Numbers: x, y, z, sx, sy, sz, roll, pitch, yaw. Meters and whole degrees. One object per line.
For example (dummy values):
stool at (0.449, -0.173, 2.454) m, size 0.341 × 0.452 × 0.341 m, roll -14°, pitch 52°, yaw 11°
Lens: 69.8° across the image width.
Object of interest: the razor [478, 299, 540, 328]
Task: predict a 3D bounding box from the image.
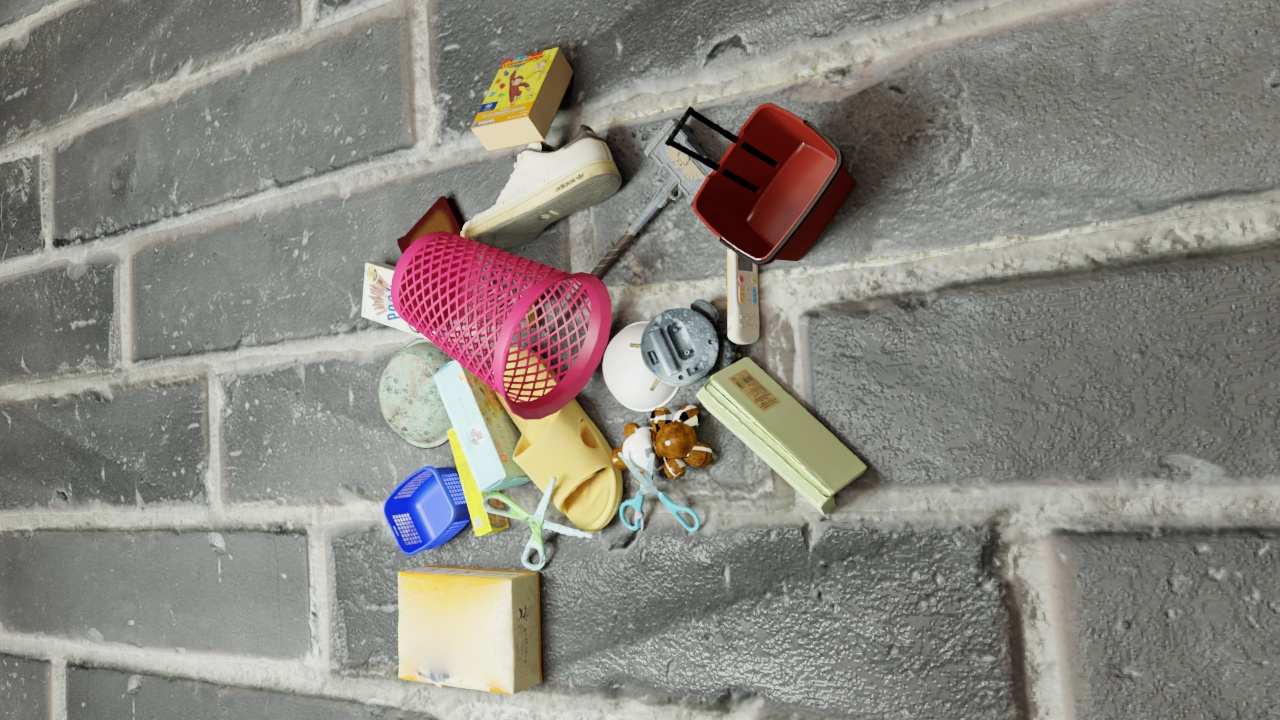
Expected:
razor at (-0.178, -0.055, 1.219) m, size 0.106 × 0.026 × 0.042 m, roll -10°, pitch 85°, yaw 33°

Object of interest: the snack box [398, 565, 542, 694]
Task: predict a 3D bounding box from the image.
snack box at (-0.230, 0.350, 1.199) m, size 0.196 × 0.080 × 0.145 m, roll -4°, pitch 85°, yaw 30°

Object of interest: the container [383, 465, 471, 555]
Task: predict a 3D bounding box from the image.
container at (-0.283, 0.202, 1.248) m, size 0.114 × 0.058 × 0.096 m, roll -39°, pitch 70°, yaw 23°

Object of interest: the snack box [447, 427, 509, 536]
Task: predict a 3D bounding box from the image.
snack box at (-0.216, 0.158, 1.221) m, size 0.029 × 0.040 × 0.148 m, roll -24°, pitch 76°, yaw 27°

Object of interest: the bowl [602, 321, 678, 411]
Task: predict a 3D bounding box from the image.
bowl at (-0.007, 0.006, 1.105) m, size 0.110 × 0.040 × 0.110 m, roll -1°, pitch 88°, yaw 30°

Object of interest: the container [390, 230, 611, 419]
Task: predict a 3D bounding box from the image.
container at (-0.179, -0.059, 1.108) m, size 0.226 × 0.183 × 0.183 m, roll 27°, pitch 102°, yaw 29°

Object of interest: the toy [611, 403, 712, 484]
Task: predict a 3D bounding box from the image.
toy at (0.020, 0.101, 1.078) m, size 0.113 × 0.067 × 0.087 m, roll -23°, pitch 77°, yaw 37°

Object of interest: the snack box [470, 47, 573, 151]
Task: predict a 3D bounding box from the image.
snack box at (-0.149, -0.331, 1.164) m, size 0.088 × 0.040 × 0.125 m, roll -2°, pitch 55°, yaw 30°

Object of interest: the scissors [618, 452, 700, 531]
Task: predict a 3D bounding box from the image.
scissors at (0.021, 0.163, 1.072) m, size 0.126 × 0.015 × 0.136 m, roll 21°, pitch 135°, yaw 13°

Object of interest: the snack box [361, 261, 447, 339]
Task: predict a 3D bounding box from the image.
snack box at (-0.333, -0.085, 1.299) m, size 0.150 × 0.026 × 0.082 m, roll 17°, pitch 108°, yaw 29°

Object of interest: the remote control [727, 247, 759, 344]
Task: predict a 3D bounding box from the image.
remote control at (0.116, -0.081, 1.037) m, size 0.018 × 0.038 × 0.125 m, roll -5°, pitch 85°, yaw 52°

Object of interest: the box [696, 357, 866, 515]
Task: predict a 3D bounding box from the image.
box at (0.145, 0.085, 0.998) m, size 0.188 × 0.077 × 0.089 m, roll 45°, pitch 109°, yaw 22°

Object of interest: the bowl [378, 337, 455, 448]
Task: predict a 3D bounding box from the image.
bowl at (-0.312, 0.045, 1.281) m, size 0.158 × 0.038 × 0.157 m, roll -1°, pitch 88°, yaw 30°

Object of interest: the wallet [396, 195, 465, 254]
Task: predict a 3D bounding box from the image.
wallet at (-0.292, -0.165, 1.291) m, size 0.116 × 0.018 × 0.091 m, roll -36°, pitch 72°, yaw 26°

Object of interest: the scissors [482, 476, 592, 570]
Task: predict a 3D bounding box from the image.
scissors at (-0.127, 0.207, 1.149) m, size 0.172 × 0.023 × 0.169 m, roll 11°, pitch 116°, yaw 33°

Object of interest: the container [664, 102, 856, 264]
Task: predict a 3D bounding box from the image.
container at (0.126, -0.183, 0.942) m, size 0.127 × 0.200 × 0.148 m, roll 44°, pitch 109°, yaw 24°

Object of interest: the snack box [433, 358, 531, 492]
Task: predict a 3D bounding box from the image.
snack box at (-0.200, 0.083, 1.195) m, size 0.053 × 0.074 × 0.174 m, roll -34°, pitch 72°, yaw 25°

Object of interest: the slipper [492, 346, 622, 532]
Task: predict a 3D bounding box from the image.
slipper at (-0.114, 0.093, 1.144) m, size 0.100 × 0.078 × 0.263 m, roll -41°, pitch 69°, yaw 20°

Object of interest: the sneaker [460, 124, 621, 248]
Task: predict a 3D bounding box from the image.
sneaker at (-0.140, -0.222, 1.162) m, size 0.242 × 0.088 × 0.102 m, roll -21°, pitch 79°, yaw 26°

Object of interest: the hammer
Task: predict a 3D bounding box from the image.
hammer at (-0.027, -0.139, 1.125) m, size 0.323 × 0.044 × 0.098 m, roll -47°, pitch 67°, yaw 23°

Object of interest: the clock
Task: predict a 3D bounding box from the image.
clock at (0.057, -0.019, 1.050) m, size 0.129 × 0.052 × 0.090 m, roll -24°, pitch 80°, yaw -1°
